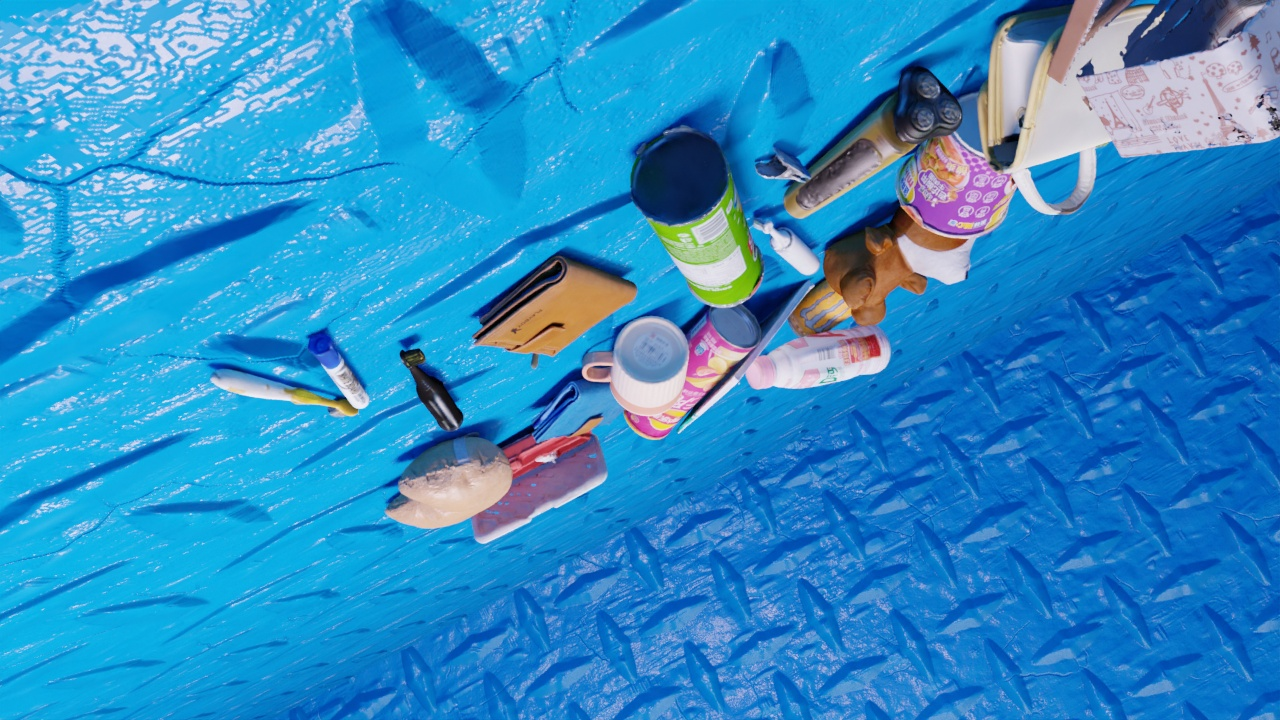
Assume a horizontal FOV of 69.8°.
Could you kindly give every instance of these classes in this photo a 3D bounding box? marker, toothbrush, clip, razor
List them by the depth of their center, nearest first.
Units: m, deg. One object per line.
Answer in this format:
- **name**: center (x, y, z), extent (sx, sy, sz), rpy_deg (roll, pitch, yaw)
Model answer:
- **toothbrush**: center (-0.265, 0.028, 0.694), extent (0.018, 0.016, 0.191), rpy_deg (-21, 167, 7)
- **marker**: center (-0.228, 0.012, 0.702), extent (0.017, 0.017, 0.146), rpy_deg (-25, 165, -13)
- **clip**: center (0.117, -0.156, 0.746), extent (0.056, 0.024, 0.028), rpy_deg (-5, 150, -49)
- **razor**: center (0.184, -0.171, 0.764), extent (0.168, 0.062, 0.067), rpy_deg (-35, -163, 44)
- **toothbrush**: center (-0.185, 0.026, 0.816), extent (0.027, 0.026, 0.213), rpy_deg (-13, 163, -7)
- **toothbrush**: center (0.150, -0.117, 0.936), extent (0.220, 0.026, 0.027), rpy_deg (11, 100, -68)

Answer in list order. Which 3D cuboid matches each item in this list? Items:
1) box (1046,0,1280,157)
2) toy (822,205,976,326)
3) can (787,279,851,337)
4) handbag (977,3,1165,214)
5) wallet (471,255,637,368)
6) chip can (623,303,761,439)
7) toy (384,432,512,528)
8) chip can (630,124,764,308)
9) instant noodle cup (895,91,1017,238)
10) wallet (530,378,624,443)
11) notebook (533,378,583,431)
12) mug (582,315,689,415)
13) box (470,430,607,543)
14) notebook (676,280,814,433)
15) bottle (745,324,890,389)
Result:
- **box**: center (0.384, -0.265, 0.629), extent (0.181, 0.168, 0.151), rpy_deg (-45, -160, -11)
- **toy**: center (0.307, -0.126, 1.029), extent (0.200, 0.130, 0.140), rpy_deg (-40, 158, 9)
- **can**: center (0.260, -0.084, 1.188), extent (0.146, 0.058, 0.058), rpy_deg (-39, 162, 35)
- **handbag**: center (0.350, -0.203, 0.770), extent (0.163, 0.063, 0.179), rpy_deg (-20, 126, -27)
- **wallet**: center (-0.077, -0.040, 0.782), extent (0.119, 0.035, 0.130), rpy_deg (-39, 162, 17)
- **chip can**: center (0.058, 0.015, 1.104), extent (0.071, 0.071, 0.211), rpy_deg (-15, 157, -41)
- **toy**: center (-0.230, 0.155, 1.086), extent (0.143, 0.082, 0.227), rpy_deg (-2, 157, -27)
- **chip can**: center (0.051, -0.101, 0.715), extent (0.072, 0.072, 0.236), rpy_deg (-30, 165, 6)
- **instant noodle cup**: center (0.307, -0.184, 0.848), extent (0.111, 0.111, 0.099), rpy_deg (-24, 158, -17)
- **wallet**: center (-0.057, 0.051, 1.085), extent (0.132, 0.040, 0.107), rpy_deg (-10, 153, -49)
- **notebook**: center (-0.060, 0.054, 1.177), extent (0.147, 0.008, 0.208), rpy_deg (-18, 162, -35)
- **mug**: center (-0.006, 0.006, 0.993), extent (0.114, 0.081, 0.106), rpy_deg (3, 161, -2)
- **box**: center (-0.142, 0.157, 1.174), extent (0.202, 0.099, 0.095), rpy_deg (-28, 163, 12)
- **notebook**: center (0.130, -0.005, 1.147), extent (0.208, 0.012, 0.151), rpy_deg (-49, -179, -39)
- **bottle**: center (0.227, 0.000, 1.182), extent (0.196, 0.068, 0.068), rpy_deg (-12, 160, -24)
